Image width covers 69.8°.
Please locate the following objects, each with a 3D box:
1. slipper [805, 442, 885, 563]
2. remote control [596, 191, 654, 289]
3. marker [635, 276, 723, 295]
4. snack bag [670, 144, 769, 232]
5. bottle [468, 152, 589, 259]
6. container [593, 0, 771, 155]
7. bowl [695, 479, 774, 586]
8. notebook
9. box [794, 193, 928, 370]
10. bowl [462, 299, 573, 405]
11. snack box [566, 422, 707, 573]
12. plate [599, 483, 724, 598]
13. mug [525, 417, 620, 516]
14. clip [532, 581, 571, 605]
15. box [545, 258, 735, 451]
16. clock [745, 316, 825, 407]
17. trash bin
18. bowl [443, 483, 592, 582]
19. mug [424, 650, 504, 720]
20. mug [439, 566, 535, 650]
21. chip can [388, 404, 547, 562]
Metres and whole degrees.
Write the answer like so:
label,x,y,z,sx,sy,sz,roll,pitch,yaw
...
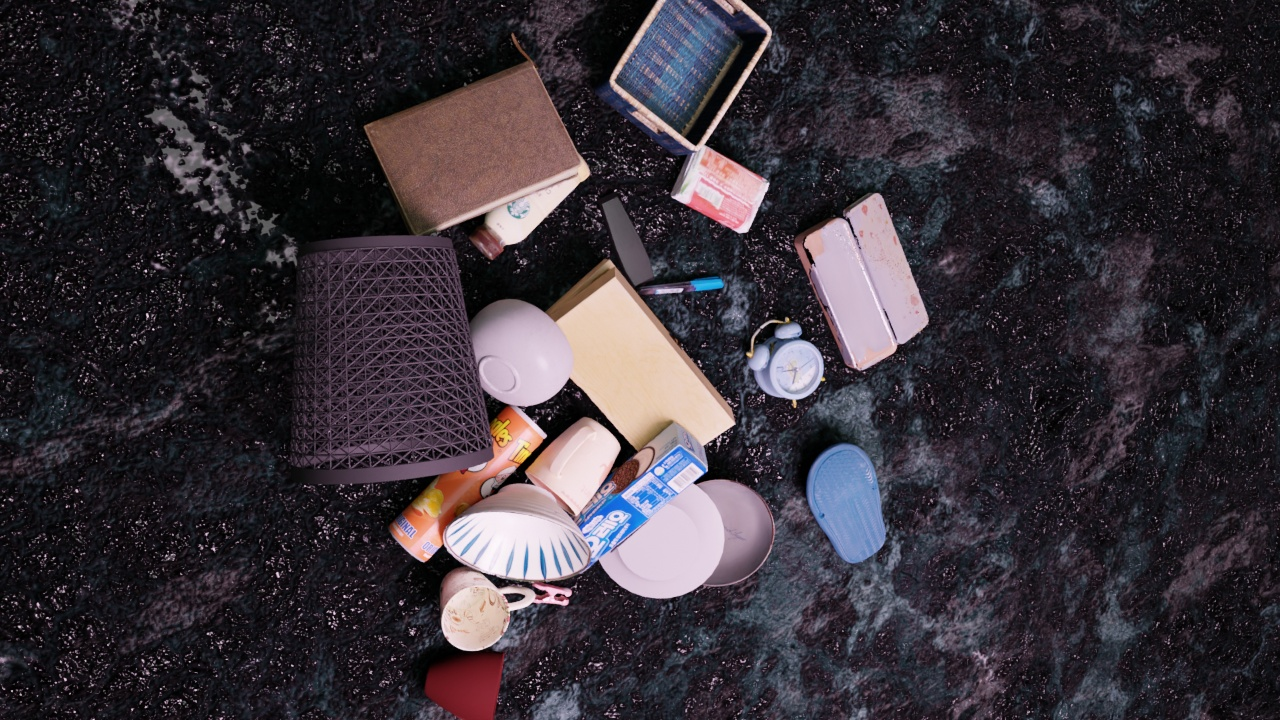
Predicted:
label,x,y,z,sx,sy,sz,roll,pitch,yaw
slipper,0.291,0.206,1.316,0.103,0.059,0.214,-27,120,-6
remote control,-0.019,-0.153,1.173,0.039,0.010,0.125,-28,106,-14
marker,0.052,-0.097,1.202,0.122,0.018,0.015,-7,68,-21
snack bag,0.103,-0.223,1.193,0.116,0.036,0.077,24,89,-21
bottle,-0.135,-0.190,1.101,0.162,0.056,0.056,-46,110,-8
container,0.051,-0.370,1.133,0.145,0.071,0.187,34,86,-21
bowl,0.102,0.225,1.238,0.151,0.056,0.151,0,99,1
notebook,-0.198,-0.261,1.057,0.215,0.034,0.190,-24,84,-9
box,0.318,-0.112,1.292,0.153,0.058,0.216,-30,106,-12
bowl,-0.151,0.000,1.078,0.132,0.132,0.064,54,41,-18
snack box,-0.017,0.174,1.152,0.227,0.059,0.059,-42,113,17
plate,0.024,0.235,1.205,0.173,0.019,0.173,1,100,4
mug,-0.080,0.123,1.142,0.085,0.112,0.104,36,72,15
clip,-0.117,0.300,1.201,0.059,0.022,0.038,19,88,-27
box,-0.010,0.008,1.171,0.141,0.122,0.249,-35,110,15
clock,0.196,0.000,1.252,0.088,0.052,0.124,-41,109,-8
trash bin,-0.279,-0.005,1.005,0.216,0.217,0.243,-5,93,-19
bowl,-0.142,0.197,1.105,0.177,0.178,0.070,24,49,-21
mug,-0.224,0.415,1.156,0.088,0.087,0.114,9,123,-4
mug,-0.191,0.295,1.131,0.121,0.097,0.081,-6,100,-19
chip can,-0.210,0.147,1.121,0.210,0.062,0.062,-46,110,-8
